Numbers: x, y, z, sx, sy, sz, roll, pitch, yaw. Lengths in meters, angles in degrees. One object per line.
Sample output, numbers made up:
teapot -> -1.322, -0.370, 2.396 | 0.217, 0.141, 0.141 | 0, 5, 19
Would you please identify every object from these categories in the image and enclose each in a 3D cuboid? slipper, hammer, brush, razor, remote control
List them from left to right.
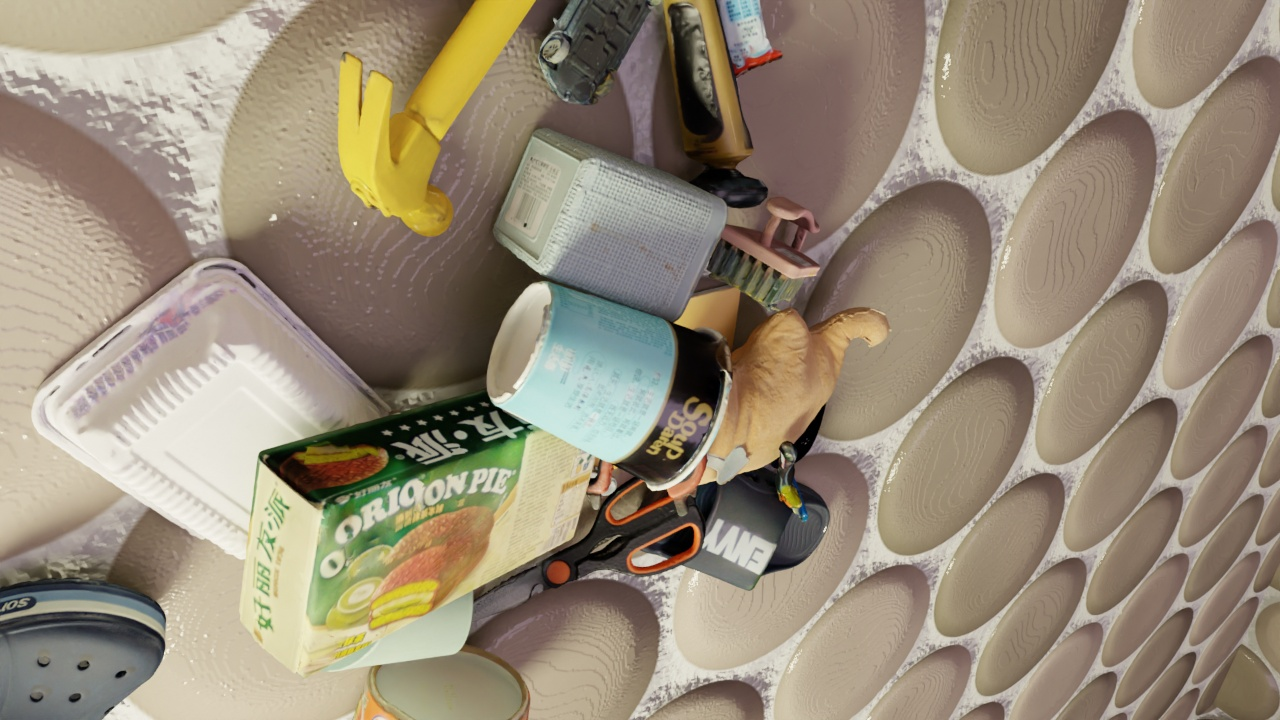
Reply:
slipper -> -0.377, 0.225, 0.500 | 0.252, 0.095, 0.105 | -42, 137, -5
hammer -> -0.064, -0.208, 0.498 | 0.300, 0.033, 0.129 | -57, 167, -4
razor -> 0.044, -0.172, 0.611 | 0.067, 0.062, 0.168 | -57, 142, -44
slipper -> 0.107, 0.155, 0.845 | 0.267, 0.083, 0.111 | 18, 102, -44
brush -> 0.102, -0.082, 0.680 | 0.073, 0.063, 0.145 | -63, 165, 15
razor -> 0.124, 0.100, 0.775 | 0.022, 0.042, 0.143 | -19, 152, 2
remote control -> 0.151, 0.046, 0.852 | 0.053, 0.024, 0.137 | -13, 124, -33

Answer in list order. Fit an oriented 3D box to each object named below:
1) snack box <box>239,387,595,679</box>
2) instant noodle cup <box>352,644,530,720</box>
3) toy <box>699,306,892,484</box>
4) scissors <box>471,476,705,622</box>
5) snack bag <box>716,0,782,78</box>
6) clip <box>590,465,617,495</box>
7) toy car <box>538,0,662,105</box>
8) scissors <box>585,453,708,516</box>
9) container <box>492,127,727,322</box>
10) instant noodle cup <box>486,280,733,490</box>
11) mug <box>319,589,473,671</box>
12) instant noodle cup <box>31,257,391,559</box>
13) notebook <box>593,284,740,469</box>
snack box -> -0.122, 0.089, 0.570 | 0.239, 0.063, 0.115 | -17, 129, -54
instant noodle cup -> -0.152, 0.289, 0.685 | 0.151, 0.151, 0.111 | 5, 104, -40
toy -> 0.107, 0.023, 0.750 | 0.225, 0.082, 0.144 | -25, 142, -29
scissors -> -0.061, 0.150, 0.741 | 0.234, 0.022, 0.125 | -6, 92, -9
snack bag -> 0.064, -0.233, 0.607 | 0.048, 0.026, 0.104 | -23, 131, 5
clip -> -0.047, 0.089, 0.717 | 0.056, 0.028, 0.024 | 15, 106, -35
toy car -> -0.025, -0.205, 0.552 | 0.049, 0.031, 0.105 | 25, 97, -44
scissors -> 0.010, 0.011, 0.664 | 0.197, 0.214, 0.015 | -34, 176, 19
container -> -0.023, -0.089, 0.588 | 0.111, 0.090, 0.090 | 16, 105, -40
instant noodle cup -> -0.024, 0.008, 0.558 | 0.120, 0.111, 0.111 | 24, 100, -26
mug -> -0.186, 0.170, 0.629 | 0.106, 0.082, 0.112 | 3, 149, -35
instant noodle cup -> -0.229, 0.044, 0.527 | 0.138, 0.060, 0.173 | -42, 133, -9
notebook -> -0.010, 0.023, 0.720 | 0.205, 0.010, 0.146 | -16, 125, -31
